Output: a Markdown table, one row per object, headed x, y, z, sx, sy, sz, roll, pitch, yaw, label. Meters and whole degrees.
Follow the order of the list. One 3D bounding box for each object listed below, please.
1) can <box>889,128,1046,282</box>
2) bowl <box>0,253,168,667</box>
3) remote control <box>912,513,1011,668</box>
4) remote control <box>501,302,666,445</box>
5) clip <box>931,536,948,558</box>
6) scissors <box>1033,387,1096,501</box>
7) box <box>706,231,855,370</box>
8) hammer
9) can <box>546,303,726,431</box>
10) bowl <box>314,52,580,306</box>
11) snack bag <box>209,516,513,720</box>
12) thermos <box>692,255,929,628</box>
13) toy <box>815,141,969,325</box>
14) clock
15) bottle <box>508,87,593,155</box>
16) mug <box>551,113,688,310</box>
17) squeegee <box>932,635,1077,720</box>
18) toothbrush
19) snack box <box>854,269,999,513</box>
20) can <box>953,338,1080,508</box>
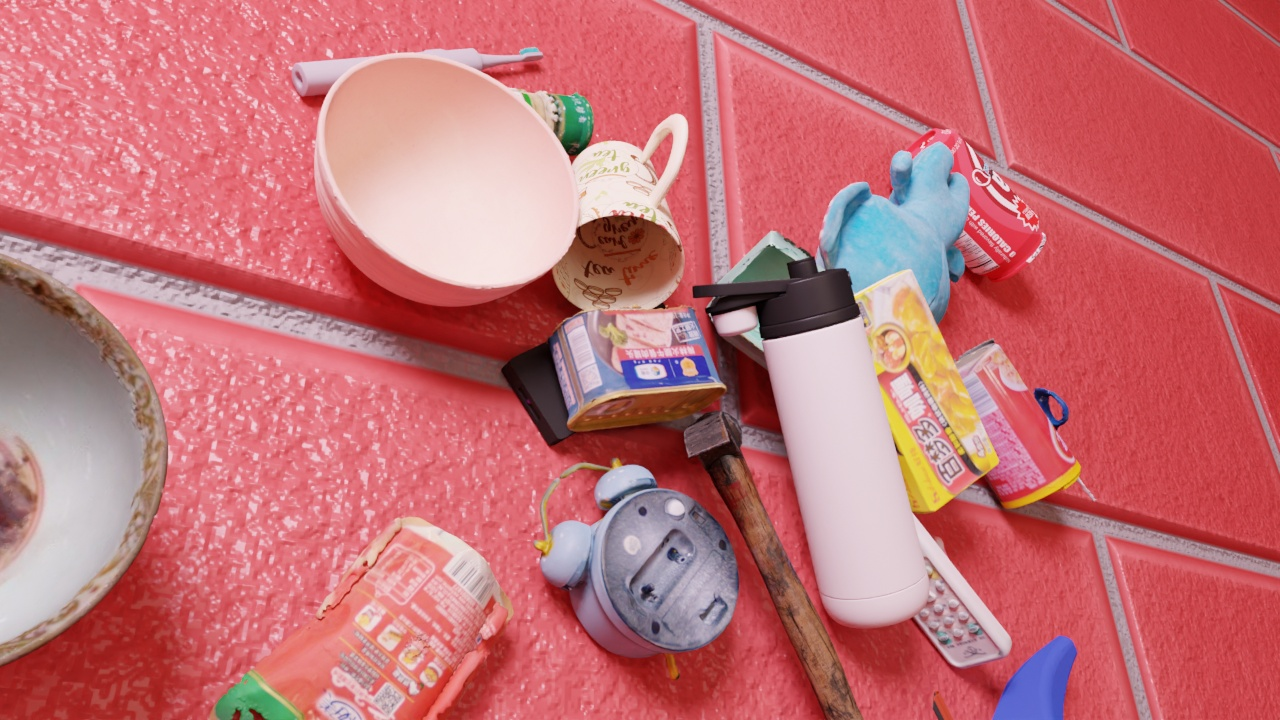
| x | y | z | sx | sy | sz | roll | pitch | yaw | label |
| --- | --- | --- | --- | --- | --- | --- | --- | --- | --- |
| 0.300 | -0.143 | 0.846 | 0.142 | 0.075 | 0.074 | 43 | 49 | -8 | can |
| -0.265 | 0.047 | 0.332 | 0.159 | 0.094 | 0.159 | 16 | 58 | -27 | bowl |
| 0.197 | 0.151 | 0.629 | 0.133 | 0.050 | 0.022 | 52 | 45 | 0 | remote control |
| -0.022 | 0.002 | 0.581 | 0.133 | 0.013 | 0.058 | -28 | 83 | -41 | remote control |
| 0.215 | 0.150 | 0.654 | 0.023 | 0.044 | 0.060 | -30 | 71 | -38 | clip |
| 0.341 | 0.063 | 0.761 | 0.014 | 0.117 | 0.130 | -29 | 77 | -3 | scissors |
| 0.135 | 0.006 | 0.645 | 0.188 | 0.078 | 0.091 | 35 | 38 | -17 | box |
| 0.107 | 0.182 | 0.532 | 0.330 | 0.033 | 0.120 | 64 | 7 | 4 | hammer |
| -0.003 | 0.003 | 0.547 | 0.099 | 0.054 | 0.059 | -4 | 67 | -37 | can |
| -0.117 | -0.091 | 0.524 | 0.153 | 0.076 | 0.152 | 16 | 56 | -26 | bowl |
| -0.127 | 0.147 | 0.415 | 0.087 | 0.044 | 0.154 | 41 | 53 | -3 | snack bag |
| 0.109 | 0.053 | 0.579 | 0.101 | 0.068 | 0.230 | -15 | 94 | -2 | thermos |
| 0.198 | -0.092 | 0.728 | 0.183 | 0.115 | 0.180 | 46 | 64 | -35 | toy |
| -0.004 | 0.110 | 0.510 | 0.124 | 0.052 | 0.088 | 47 | 50 | -3 | clock |
| -0.085 | -0.160 | 0.606 | 0.109 | 0.043 | 0.042 | -4 | 68 | -36 | bottle |
| -0.006 | -0.103 | 0.578 | 0.081 | 0.122 | 0.097 | 19 | 41 | -23 | mug |
| 0.260 | 0.255 | 0.614 | 0.184 | 0.055 | 0.249 | -42 | 110 | -42 | squeegee |
| -0.137 | -0.194 | 0.604 | 0.187 | 0.018 | 0.019 | -23 | 78 | -41 | toothbrush |
| 0.184 | 0.021 | 0.628 | 0.075 | 0.025 | 0.152 | -27 | 94 | -27 | snack box |
| 0.289 | 0.052 | 0.736 | 0.066 | 0.067 | 0.124 | -27 | 83 | -41 | can |
